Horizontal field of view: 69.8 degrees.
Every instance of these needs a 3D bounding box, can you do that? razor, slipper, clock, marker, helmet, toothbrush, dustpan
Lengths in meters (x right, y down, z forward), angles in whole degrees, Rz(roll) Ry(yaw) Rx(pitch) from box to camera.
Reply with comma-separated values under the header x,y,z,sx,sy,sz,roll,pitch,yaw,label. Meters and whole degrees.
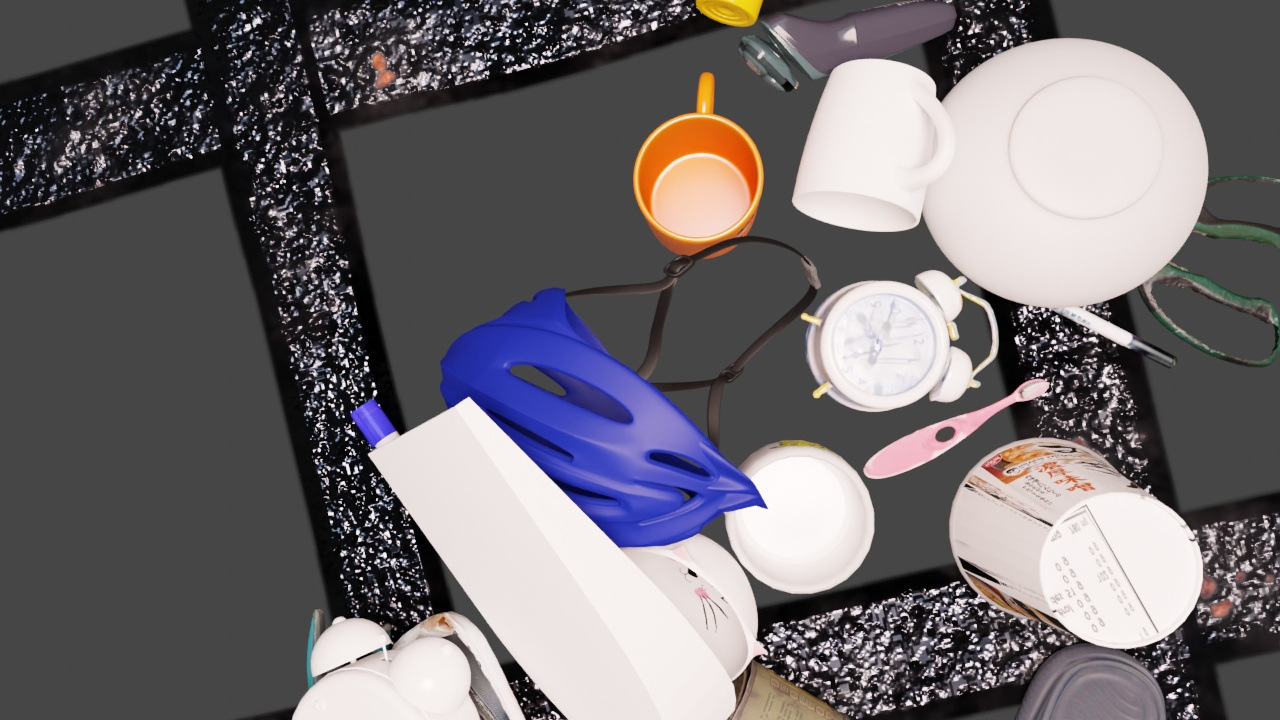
x,y,z,sx,sy,sz,roll,pitch,yaw,label
0.137,-0.216,0.609,0.143,0.047,0.052,-14,114,2,razor
-0.081,0.292,0.621,0.111,0.063,0.263,-41,75,23,slipper
-0.168,0.254,0.589,0.125,0.072,0.161,5,93,25,clock
-0.156,0.091,0.648,0.020,0.020,0.141,-36,88,4,marker
-0.003,0.004,0.576,0.241,0.148,0.227,32,76,34,helmet
0.212,0.046,0.617,0.135,0.016,0.021,-28,86,4,toothbrush
0.272,0.318,0.583,0.111,0.083,0.268,19,91,3,slipper
0.171,-0.012,0.604,0.125,0.052,0.089,-9,89,2,clock
-0.048,0.136,0.560,0.053,0.192,0.258,-37,97,-31,dustpan
0.287,-0.033,0.612,0.152,0.011,0.011,28,93,4,marker

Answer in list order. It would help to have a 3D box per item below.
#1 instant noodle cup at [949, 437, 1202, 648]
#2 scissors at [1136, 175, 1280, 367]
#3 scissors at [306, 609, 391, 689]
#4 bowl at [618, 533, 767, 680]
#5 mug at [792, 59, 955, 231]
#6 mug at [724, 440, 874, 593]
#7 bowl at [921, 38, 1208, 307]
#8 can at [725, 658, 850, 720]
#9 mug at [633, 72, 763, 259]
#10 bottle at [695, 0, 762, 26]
x,y,z,sx,sy,sz,roll,pitch,yaw,label
0.267,0.114,0.560,0.124,0.121,0.123,0,91,5,instant noodle cup
0.338,-0.059,0.606,0.210,0.015,0.137,6,93,6,scissors
-0.216,0.246,0.657,0.126,0.019,0.154,-32,90,6,scissors
0.028,0.154,0.603,0.115,0.050,0.115,17,127,23,bowl
0.154,-0.136,0.574,0.081,0.114,0.087,15,85,-27,mug
0.092,0.099,0.602,0.115,0.068,0.094,7,91,5,mug
0.269,-0.124,0.575,0.177,0.066,0.176,-1,84,8,bowl
0.080,0.250,0.594,0.074,0.090,0.090,30,93,4,can
0.039,-0.126,0.590,0.078,0.096,0.112,3,91,5,mug
0.079,-0.301,0.611,0.043,0.043,0.143,18,92,5,bottle
